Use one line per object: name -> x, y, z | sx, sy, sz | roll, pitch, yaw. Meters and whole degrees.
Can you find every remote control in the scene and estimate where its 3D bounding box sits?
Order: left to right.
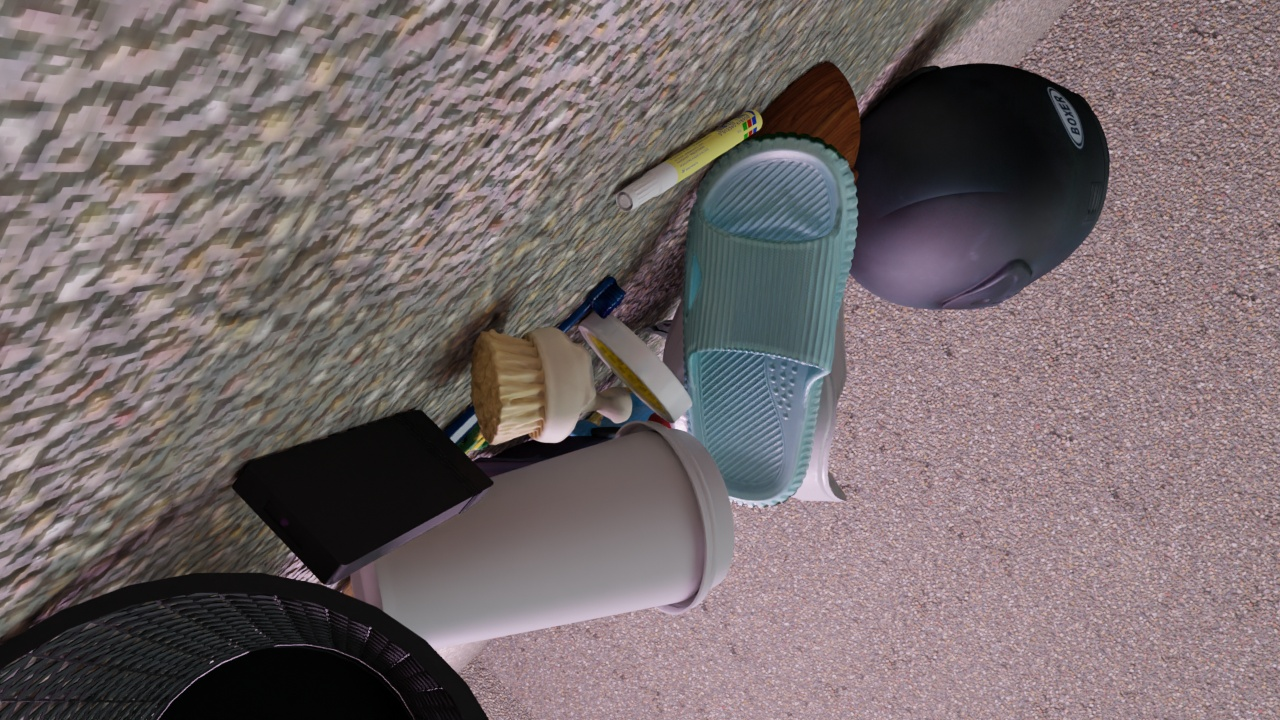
remote control -> -0.117, 0.056, 0.413 | 0.013, 0.058, 0.133 | -49, 171, 16

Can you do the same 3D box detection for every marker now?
marker -> 0.030, -0.113, 0.510 | 0.132, 0.014, 0.014 | -40, 170, -41

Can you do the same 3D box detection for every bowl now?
bowl -> 0.113, -0.132, 0.659 | 0.147, 0.069, 0.147 | -46, 173, -8

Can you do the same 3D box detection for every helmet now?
helmet -> 0.125, -0.025, 0.784 | 0.281, 0.184, 0.224 | -61, 155, -25
helmet -> 0.316, -0.167, 0.980 | 0.235, 0.249, 0.317 | -15, 166, -14

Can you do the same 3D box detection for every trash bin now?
trash bin -> -0.174, 0.212, 0.407 | 0.216, 0.217, 0.244 | -44, 179, -21
trash bin -> -0.071, 0.110, 0.746 | 0.160, 0.092, 0.094 | -16, 104, -78

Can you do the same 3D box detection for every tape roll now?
tape roll -> -0.004, 0.004, 0.627 | 0.019, 0.094, 0.094 | -44, 172, -8

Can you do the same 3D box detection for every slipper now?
slipper -> 0.075, -0.011, 0.610 | 0.069, 0.116, 0.277 | -42, 139, -55

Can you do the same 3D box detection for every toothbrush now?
toothbrush -> -0.078, 0.015, 0.570 | 0.189, 0.017, 0.016 | -45, 168, -16

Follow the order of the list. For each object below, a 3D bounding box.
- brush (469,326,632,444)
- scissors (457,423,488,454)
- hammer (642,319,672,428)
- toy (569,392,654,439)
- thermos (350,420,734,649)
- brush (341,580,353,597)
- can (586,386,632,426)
brush -> -0.041, 0.022, 0.562 | 0.272, 0.077, 0.062 | 31, 64, -80
scissors -> -0.115, 0.056, 0.595 | 0.130, 0.014, 0.071 | -41, 171, -41
hammer -> 0.009, 0.077, 0.781 | 0.036, 0.126, 0.314 | -19, -155, 31
toy -> -0.023, 0.106, 0.908 | 0.184, 0.115, 0.180 | -1, -143, 33
thermos -> -0.062, 0.117, 0.581 | 0.221, 0.131, 0.132 | -9, 153, -29
brush -> -0.177, 0.156, 0.653 | 0.117, 0.049, 0.039 | -52, -166, 26
can -> -0.028, 0.084, 1.012 | 0.099, 0.054, 0.059 | -46, 155, -25
